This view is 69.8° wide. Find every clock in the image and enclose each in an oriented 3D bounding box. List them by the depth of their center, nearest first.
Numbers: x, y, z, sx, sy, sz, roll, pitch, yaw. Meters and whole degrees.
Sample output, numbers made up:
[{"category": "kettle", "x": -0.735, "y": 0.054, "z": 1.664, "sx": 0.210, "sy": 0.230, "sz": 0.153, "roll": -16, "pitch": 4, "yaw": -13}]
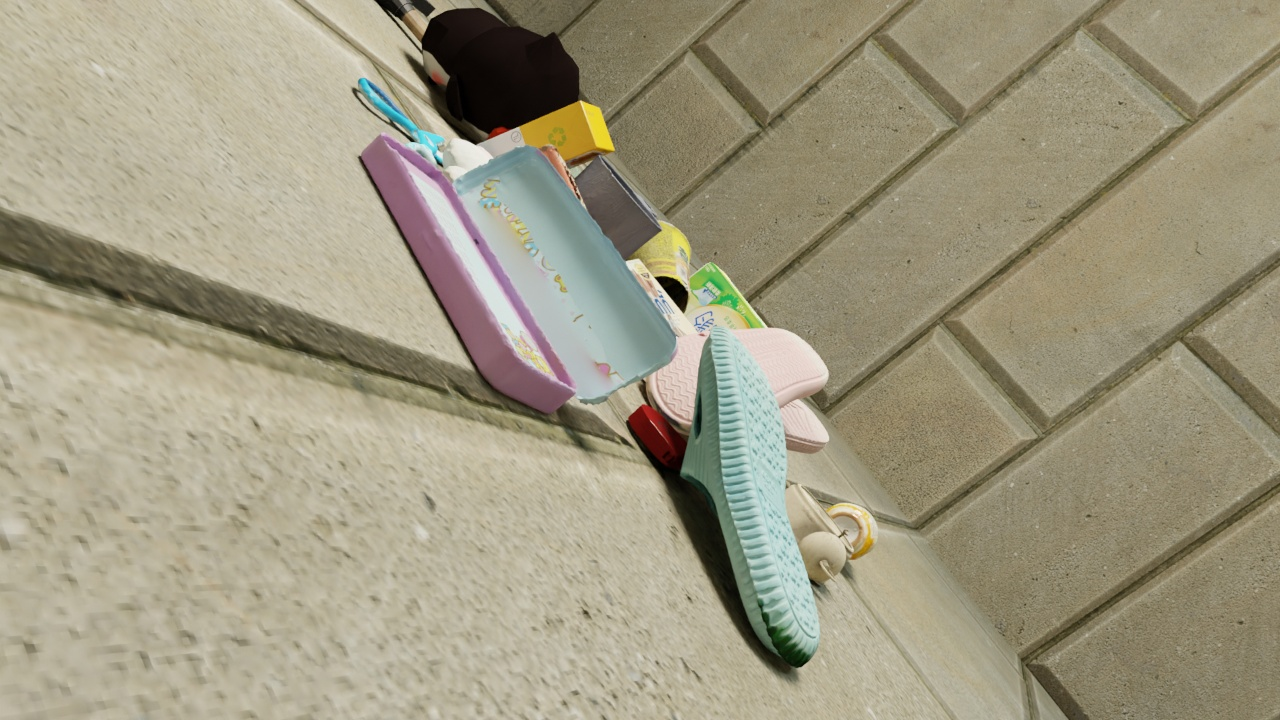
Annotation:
[{"category": "clock", "x": 0.161, "y": 0.163, "z": 0.845, "sx": 0.093, "sy": 0.054, "sz": 0.140, "roll": 48, "pitch": 8, "yaw": -13}]

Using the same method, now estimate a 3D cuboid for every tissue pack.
[{"category": "tissue pack", "x": 0.125, "y": -0.009, "z": 1.180, "sx": 0.141, "sy": 0.120, "sz": 0.197, "roll": 37, "pitch": 23, "yaw": -56}]

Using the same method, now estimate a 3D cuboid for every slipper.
[{"category": "slipper", "x": 0.067, "y": 0.087, "z": 0.653, "sx": 0.116, "sy": 0.070, "sz": 0.275, "roll": 53, "pitch": 23, "yaw": -44}, {"category": "slipper", "x": 0.091, "y": 0.017, "z": 0.849, "sx": 0.221, "sy": 0.056, "sz": 0.107, "roll": -15, "pitch": 56, "yaw": -42}, {"category": "slipper", "x": 0.107, "y": 0.065, "z": 0.946, "sx": 0.239, "sy": 0.065, "sz": 0.094, "roll": 18, "pitch": 33, "yaw": -46}]

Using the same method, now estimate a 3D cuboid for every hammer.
[{"category": "hammer", "x": -0.217, "y": -0.343, "z": 1.115, "sx": 0.305, "sy": 0.040, "sz": 0.132, "roll": 50, "pitch": 13, "yaw": -7}]

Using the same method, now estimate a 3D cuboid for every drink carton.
[{"category": "drink carton", "x": -0.092, "y": -0.180, "z": 0.796, "sx": 0.058, "sy": 0.123, "sz": 0.040, "roll": -36, "pitch": 107, "yaw": -74}]

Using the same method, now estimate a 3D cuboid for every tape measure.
[{"category": "tape measure", "x": 0.015, "y": 0.058, "z": 0.685, "sx": 0.051, "sy": 0.019, "sz": 0.059, "roll": 50, "pitch": 9, "yaw": 19}]

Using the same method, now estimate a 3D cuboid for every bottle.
[{"category": "bottle", "x": 0.242, "y": 0.198, "z": 1.056, "sx": 0.063, "sy": 0.063, "sz": 0.108, "roll": 54, "pitch": 10, "yaw": 23}]

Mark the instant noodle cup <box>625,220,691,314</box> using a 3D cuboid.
[{"category": "instant noodle cup", "x": 0.020, "y": -0.102, "z": 1.116, "sx": 0.102, "sy": 0.102, "sz": 0.108, "roll": 44, "pitch": 20, "yaw": -31}]

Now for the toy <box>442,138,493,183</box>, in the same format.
[{"category": "toy", "x": -0.127, "y": -0.136, "z": 0.714, "sx": 0.076, "sy": 0.037, "sz": 0.125, "roll": 51, "pitch": 12, "yaw": -30}]

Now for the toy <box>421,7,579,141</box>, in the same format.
[{"category": "toy", "x": -0.158, "y": -0.319, "z": 0.978, "sx": 0.158, "sy": 0.140, "sz": 0.184, "roll": -21, "pitch": 54, "yaw": -41}]

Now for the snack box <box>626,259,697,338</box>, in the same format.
[{"category": "snack box", "x": 0.016, "y": -0.042, "z": 0.979, "sx": 0.150, "sy": 0.026, "sz": 0.081, "roll": 52, "pitch": 30, "yaw": 11}]

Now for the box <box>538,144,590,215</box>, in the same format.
[{"category": "box", "x": -0.057, "y": -0.086, "z": 0.711, "sx": 0.054, "sy": 0.077, "sz": 0.187, "roll": -4, "pitch": 53, "yaw": -27}]

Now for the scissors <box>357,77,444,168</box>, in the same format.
[{"category": "scissors", "x": -0.181, "y": -0.185, "z": 0.735, "sx": 0.113, "sy": 0.013, "sz": 0.140, "roll": 51, "pitch": 12, "yaw": -10}]

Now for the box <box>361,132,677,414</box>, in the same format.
[{"category": "box", "x": -0.080, "y": -0.060, "z": 0.576, "sx": 0.139, "sy": 0.062, "sz": 0.214, "roll": -8, "pitch": 51, "yaw": -37}]

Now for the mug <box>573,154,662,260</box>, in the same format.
[{"category": "mug", "x": -0.042, "y": -0.112, "z": 0.815, "sx": 0.084, "sy": 0.104, "sz": 0.124, "roll": 51, "pitch": 10, "yaw": 8}]

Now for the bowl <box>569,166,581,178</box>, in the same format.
[{"category": "bowl", "x": -0.074, "y": -0.209, "z": 1.233, "sx": 0.157, "sy": 0.038, "sz": 0.157, "roll": 48, "pitch": 10, "yaw": -12}]
